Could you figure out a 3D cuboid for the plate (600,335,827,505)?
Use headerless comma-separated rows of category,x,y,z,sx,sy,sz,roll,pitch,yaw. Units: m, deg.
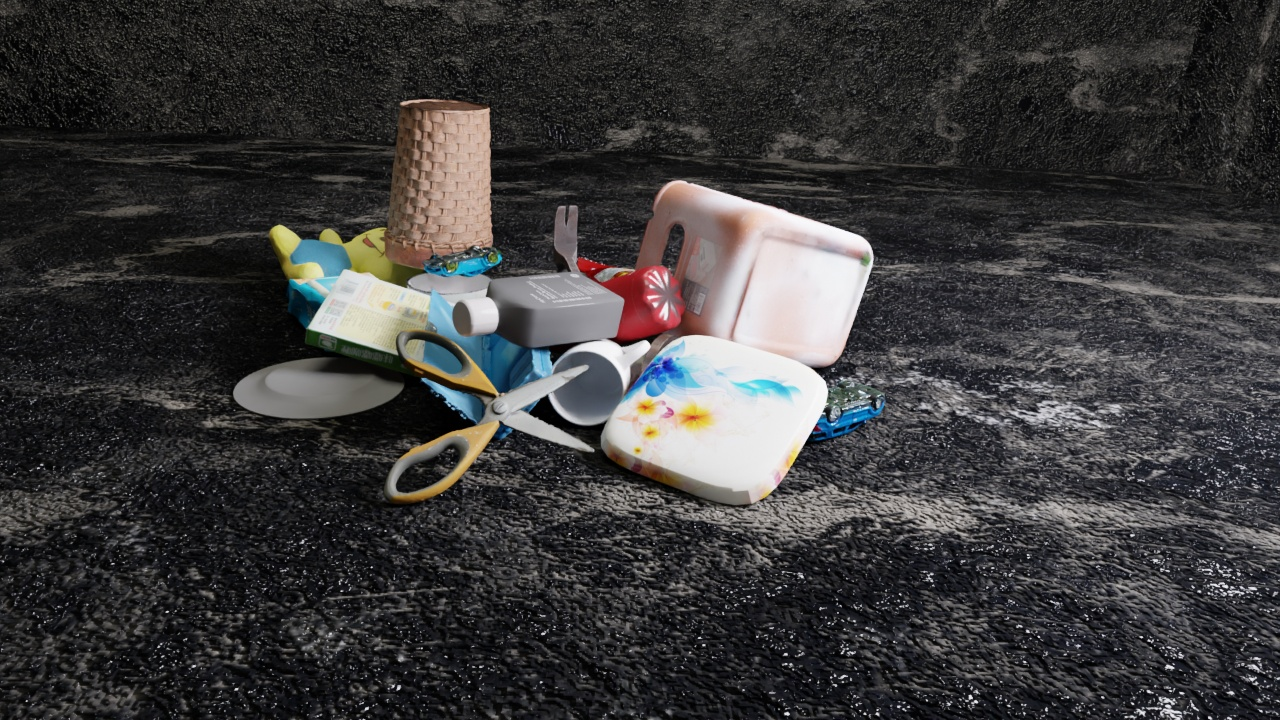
plate,0.070,0.046,0.881,0.187,0.016,0.186,17,51,28

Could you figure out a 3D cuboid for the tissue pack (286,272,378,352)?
tissue pack,-0.377,-0.067,1.181,0.116,0.066,0.209,-9,22,-33

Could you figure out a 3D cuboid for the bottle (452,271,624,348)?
bottle,-0.109,-0.051,0.931,0.173,0.046,0.084,-10,32,-43

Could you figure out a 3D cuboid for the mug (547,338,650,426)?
mug,-0.036,0.009,0.969,0.114,0.081,0.087,-32,8,14

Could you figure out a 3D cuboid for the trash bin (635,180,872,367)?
trash bin,0.141,-0.096,1.108,0.259,0.182,0.157,6,15,-44

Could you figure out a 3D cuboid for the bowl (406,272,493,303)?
bowl,-0.249,-0.074,1.211,0.116,0.066,0.116,2,20,-1

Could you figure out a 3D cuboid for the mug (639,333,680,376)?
mug,0.074,0.022,0.994,0.107,0.080,0.115,16,9,28

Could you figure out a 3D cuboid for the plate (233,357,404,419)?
plate,-0.352,0.023,1.011,0.178,0.012,0.178,3,20,-1

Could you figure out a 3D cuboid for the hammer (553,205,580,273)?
hammer,-0.080,-0.106,1.274,0.035,0.138,0.314,-5,30,-14

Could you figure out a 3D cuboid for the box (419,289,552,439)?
box,-0.166,-0.027,0.978,0.112,0.094,0.231,38,16,-24

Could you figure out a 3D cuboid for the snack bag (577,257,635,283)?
snack bag,-0.016,-0.124,1.392,0.139,0.067,0.208,4,18,-13

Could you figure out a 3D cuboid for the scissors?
scissors,-0.154,0.040,0.842,0.224,0.016,0.229,-31,63,-26

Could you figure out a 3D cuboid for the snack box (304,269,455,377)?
snack box,-0.284,-0.039,1.065,0.168,0.027,0.131,17,34,-9

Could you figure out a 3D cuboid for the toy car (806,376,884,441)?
toy car,0.204,0.052,0.966,0.120,0.044,0.056,-14,26,-35

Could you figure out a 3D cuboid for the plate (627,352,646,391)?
plate,-0.006,0.006,1.087,0.104,0.026,0.104,3,21,-1

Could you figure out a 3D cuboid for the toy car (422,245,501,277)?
toy car,-0.235,-0.128,1.214,0.105,0.032,0.048,-17,28,-32

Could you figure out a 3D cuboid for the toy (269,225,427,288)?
toy,-0.416,-0.141,1.344,0.213,0.084,0.149,-11,45,-34

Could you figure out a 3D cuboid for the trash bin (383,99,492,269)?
trash bin,-0.277,-0.244,1.262,0.151,0.210,0.151,5,21,-2

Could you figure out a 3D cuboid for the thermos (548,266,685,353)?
thermos,-0.062,-0.045,1.057,0.241,0.073,0.073,-15,6,37
